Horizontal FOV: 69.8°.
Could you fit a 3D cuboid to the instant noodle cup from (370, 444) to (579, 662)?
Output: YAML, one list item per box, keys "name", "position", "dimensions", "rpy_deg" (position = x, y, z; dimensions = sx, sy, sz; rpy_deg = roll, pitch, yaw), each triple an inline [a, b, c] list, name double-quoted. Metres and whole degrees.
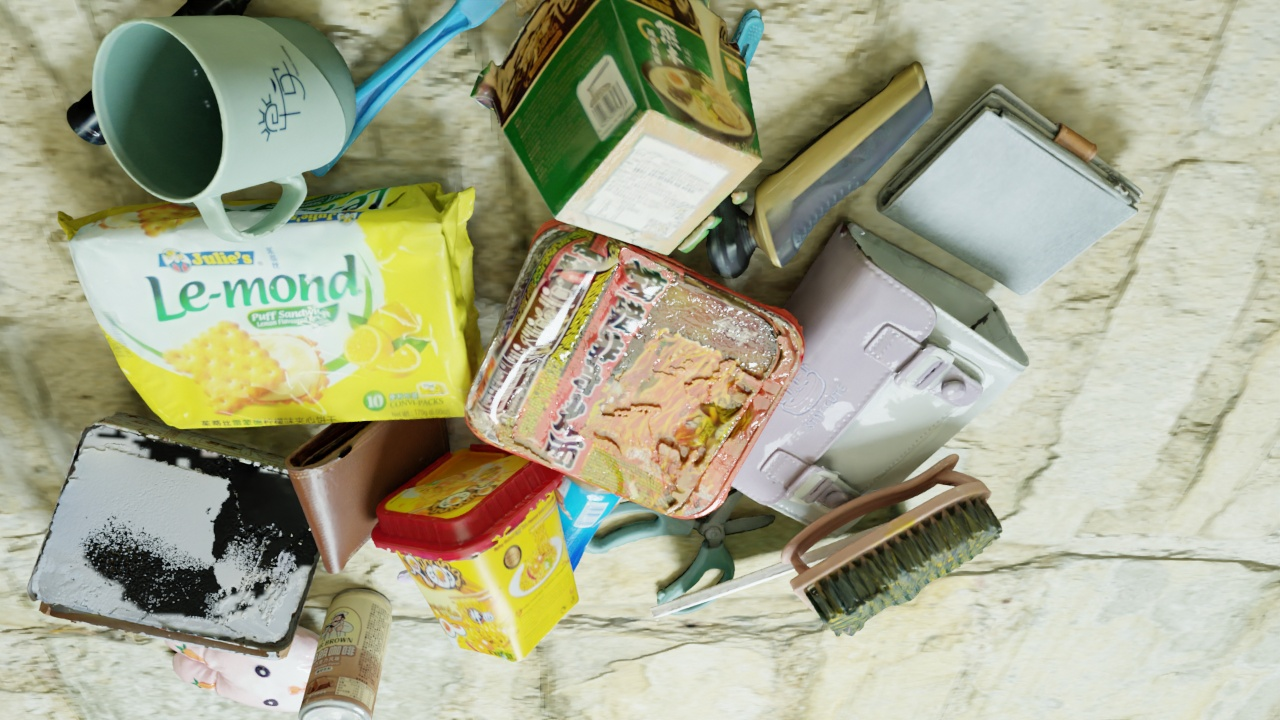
- name: "instant noodle cup"
  position: [-0.108, 0.138, 0.656]
  dimensions: [0.116, 0.115, 0.124]
  rpy_deg: [-1, 115, 38]

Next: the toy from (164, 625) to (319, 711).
- name: "toy"
  position: [-0.358, 0.279, 0.843]
  dimensions: [0.159, 0.054, 0.121]
  rpy_deg: [6, 128, 2]

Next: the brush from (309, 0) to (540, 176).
- name: "brush"
  position: [-0.103, -0.181, 0.500]
  dimensions: [0.255, 0.045, 0.083]
  rpy_deg: [-31, 128, 25]

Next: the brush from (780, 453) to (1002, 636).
- name: "brush"
  position: [0.169, 0.122, 0.621]
  dimensions: [0.146, 0.073, 0.063]
  rpy_deg: [-33, 144, 6]

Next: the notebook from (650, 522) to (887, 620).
- name: "notebook"
  position: [0.120, 0.164, 0.732]
  dimensions: [0.209, 0.012, 0.150]
  rpy_deg: [-22, 165, 8]

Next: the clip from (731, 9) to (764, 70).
- name: "clip"
  position: [0.055, -0.171, 0.522]
  dimensions: [0.014, 0.045, 0.057]
  rpy_deg: [16, 124, -12]

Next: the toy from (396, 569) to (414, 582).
- name: "toy"
  position: [-0.149, 0.148, 0.755]
  dimensions: [0.083, 0.039, 0.108]
  rpy_deg: [6, 124, -25]

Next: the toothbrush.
- name: "toothbrush"
  position: [-0.232, -0.185, 0.492]
  dimensions: [0.213, 0.026, 0.027]
  rpy_deg: [-31, 145, 20]

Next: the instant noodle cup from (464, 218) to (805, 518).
- name: "instant noodle cup"
  position: [-0.004, 0.003, 0.602]
  dimensions: [0.189, 0.079, 0.165]
  rpy_deg: [24, 112, -9]

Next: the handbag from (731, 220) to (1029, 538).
- name: "handbag"
  position: [0.142, 0.020, 0.637]
  dimensions: [0.145, 0.098, 0.197]
  rpy_deg: [27, 122, -16]

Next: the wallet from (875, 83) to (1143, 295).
- name: "wallet"
  position: [0.232, -0.104, 0.576]
  dimensions: [0.129, 0.036, 0.107]
  rpy_deg: [25, 134, -20]

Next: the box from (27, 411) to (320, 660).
- name: "box"
  position: [-0.336, 0.132, 0.710]
  dimensions: [0.181, 0.198, 0.157]
  rpy_deg: [17, 84, -15]

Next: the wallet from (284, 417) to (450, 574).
- name: "wallet"
  position: [-0.187, 0.078, 0.652]
  dimensions: [0.032, 0.124, 0.101]
  rpy_deg: [22, 134, 27]

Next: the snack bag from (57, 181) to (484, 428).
- name: "snack bag"
  position: [-0.219, -0.035, 0.587]
  dimensions: [0.246, 0.068, 0.158]
  rpy_deg: [-3, 129, -1]

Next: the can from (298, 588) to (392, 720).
- name: "can"
  position: [-0.251, 0.259, 0.789]
  dimensions: [0.058, 0.116, 0.059]
  rpy_deg: [-1, 128, -1]

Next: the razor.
- name: "razor"
  position: [0.105, -0.115, 0.556]
  dimensions: [0.168, 0.062, 0.067]
  rpy_deg: [-40, 89, 19]

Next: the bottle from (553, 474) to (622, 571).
- name: "bottle"
  position: [-0.078, 0.150, 0.744]
  dimensions: [0.065, 0.065, 0.219]
  rpy_deg: [18, 126, -17]

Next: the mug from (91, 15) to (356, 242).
- name: "mug"
  position: [-0.205, -0.120, 0.478]
  dimensions: [0.082, 0.106, 0.112]
  rpy_deg: [2, 110, 21]

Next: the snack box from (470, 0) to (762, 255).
- name: "snack box"
  position: [-0.005, -0.126, 0.475]
  dimensions: [0.117, 0.105, 0.118]
  rpy_deg: [12, 137, -39]

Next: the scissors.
- name: "scissors"
  position: [0.034, 0.170, 0.796]
  dimensions: [0.170, 0.019, 0.181]
  rpy_deg: [-9, 128, 2]
